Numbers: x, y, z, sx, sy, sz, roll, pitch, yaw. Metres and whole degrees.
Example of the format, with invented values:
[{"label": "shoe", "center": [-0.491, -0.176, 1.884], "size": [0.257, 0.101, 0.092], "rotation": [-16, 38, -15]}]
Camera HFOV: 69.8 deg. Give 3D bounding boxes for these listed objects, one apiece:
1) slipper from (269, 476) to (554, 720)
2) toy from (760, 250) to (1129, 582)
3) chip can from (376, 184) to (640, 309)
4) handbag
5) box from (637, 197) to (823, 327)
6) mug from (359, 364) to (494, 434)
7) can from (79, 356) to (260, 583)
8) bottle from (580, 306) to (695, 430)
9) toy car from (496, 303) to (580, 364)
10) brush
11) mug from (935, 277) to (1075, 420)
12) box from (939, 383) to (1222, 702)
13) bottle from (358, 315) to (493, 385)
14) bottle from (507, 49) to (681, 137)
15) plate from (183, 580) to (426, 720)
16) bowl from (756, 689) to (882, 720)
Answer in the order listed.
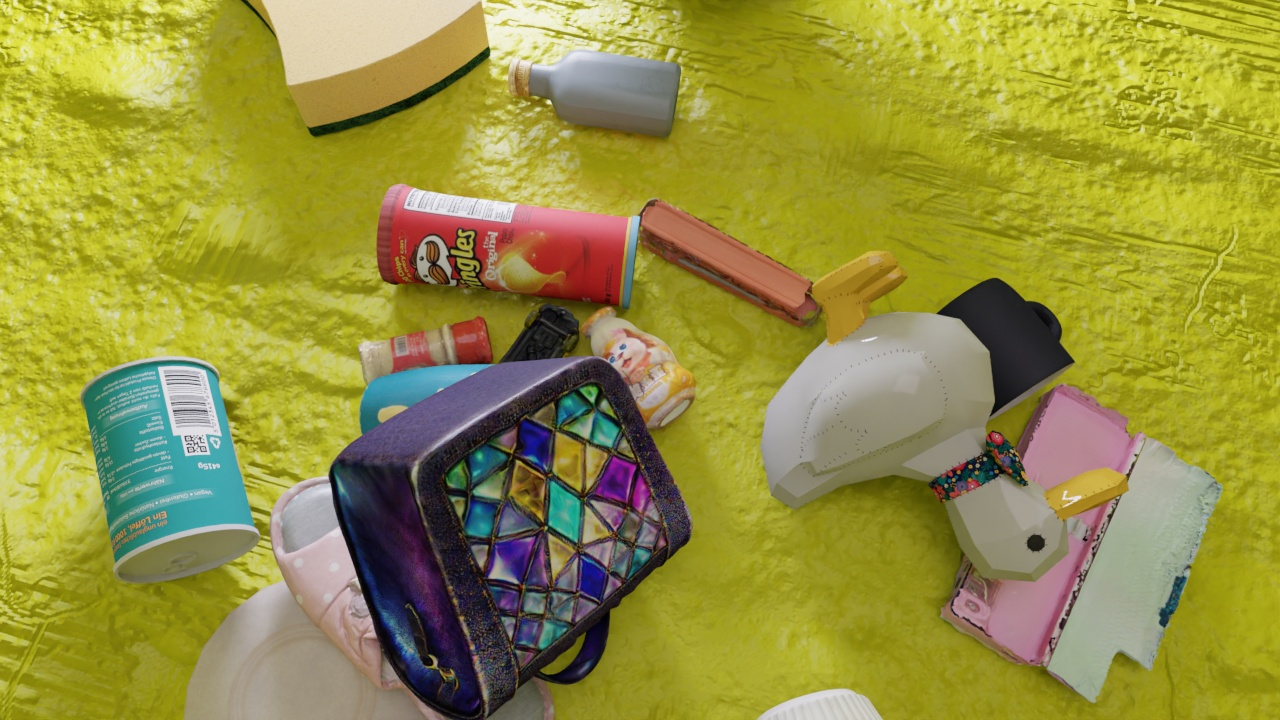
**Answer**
[{"label": "slipper", "center": [-0.169, 0.186, 0.680], "size": [0.274, 0.055, 0.113], "rotation": [43, 53, 10]}, {"label": "toy", "center": [0.211, 0.053, 0.711], "size": [0.247, 0.140, 0.267], "rotation": [-24, 79, 19]}, {"label": "chip can", "center": [-0.111, -0.097, 0.794], "size": [0.213, 0.087, 0.087], "rotation": [7, 68, 0]}, {"label": "handbag", "center": [-0.080, 0.124, 0.636], "size": [0.204, 0.126, 0.222], "rotation": [-32, 109, -40]}, {"label": "box", "center": [0.080, -0.088, 0.819], "size": [0.187, 0.053, 0.058], "rotation": [27, 38, 7]}, {"label": "mug", "center": [-0.164, 0.059, 0.736], "size": [0.104, 0.084, 0.112], "rotation": [0, 98, 14]}, {"label": "can", "center": [-0.362, 0.084, 0.706], "size": [0.099, 0.099, 0.144], "rotation": [-20, 70, -10]}, {"label": "bottle", "center": [-0.005, 0.004, 0.769], "size": [0.063, 0.063, 0.108], "rotation": [-37, 73, -15]}, {"label": "toy car", "center": [-0.091, 0.000, 0.785], "size": [0.049, 0.030, 0.106], "rotation": [31, 77, 11]}, {"label": "brush", "center": [-0.288, -0.360, 0.899], "size": [0.195, 0.075, 0.250], "rotation": [-30, 72, -13]}, {"label": "mug", "center": [0.312, -0.018, 0.780], "size": [0.121, 0.085, 0.094], "rotation": [-23, 70, -27]}, {"label": "box", "center": [0.360, 0.148, 0.738], "size": [0.159, 0.035, 0.230], "rotation": [31, 70, 10]}, {"label": "bottle", "center": [-0.181, -0.007, 0.779], "size": [0.109, 0.044, 0.044], "rotation": [-13, 69, -6]}, {"label": "bottle", "center": [-0.045, -0.261, 0.882], "size": [0.161, 0.046, 0.072], "rotation": [9, 68, 2]}, {"label": "plate", "center": [-0.247, 0.251, 0.682], "size": [0.189, 0.027, 0.188], "rotation": [1, 68, -2]}, {"label": "bowl", "center": [0.126, 0.276, 0.644], "size": [0.115, 0.115, 0.062], "rotation": [-12, 54, -7]}]
